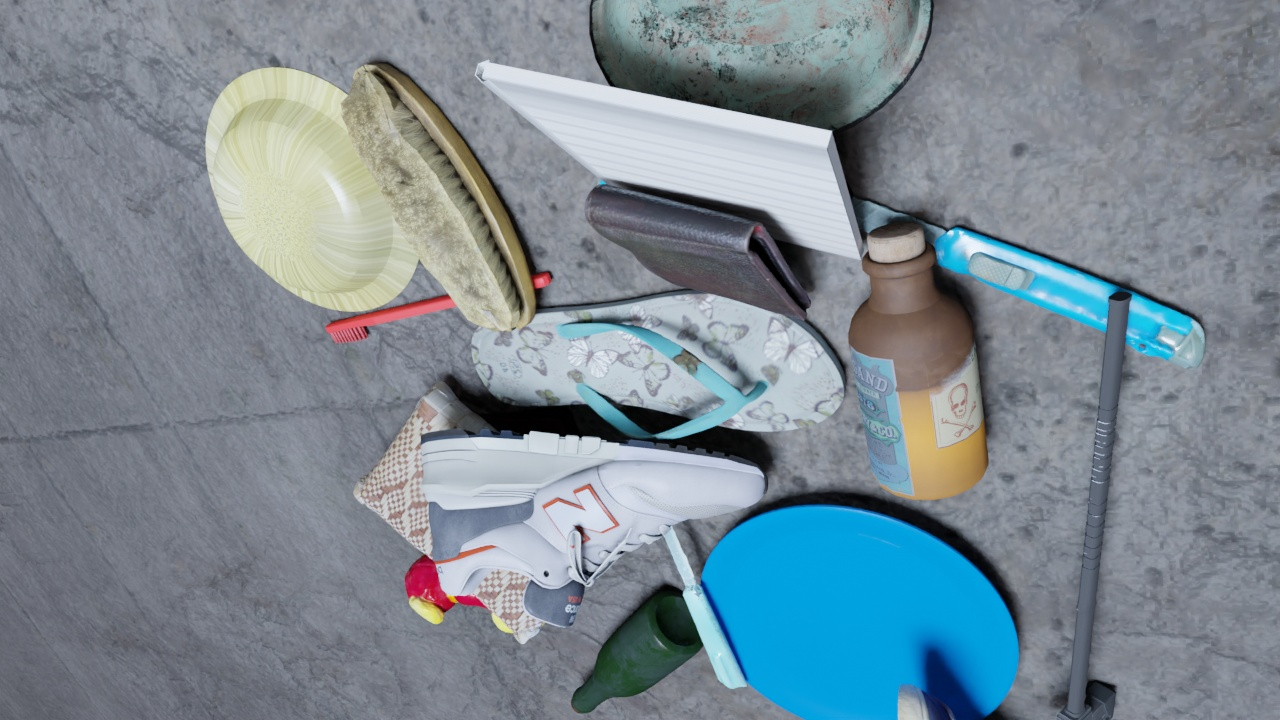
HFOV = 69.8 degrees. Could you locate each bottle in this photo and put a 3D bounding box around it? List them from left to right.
[{"bbox_3d":[-0.013,0.254,0.765,0.055,0.055,0.175,38,129,-1],"label":"bottle"},{"bbox_3d":[0.154,-0.002,0.519,0.068,0.067,0.157,-3,118,26],"label":"bottle"}]

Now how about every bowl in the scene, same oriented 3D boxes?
[{"bbox_3d":[0.052,-0.171,0.409,0.157,0.157,0.038,19,162,13],"label":"bowl"}]

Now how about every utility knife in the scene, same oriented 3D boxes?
[{"bbox_3d":[0.045,0.186,0.686,0.022,0.015,0.166,-8,118,28],"label":"utility knife"},{"bbox_3d":[0.201,-0.048,0.504,0.222,0.015,0.031,24,123,12],"label":"utility knife"}]

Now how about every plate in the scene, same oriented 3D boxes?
[{"bbox_3d":[-0.246,-0.110,0.653,0.184,0.036,0.185,12,124,18],"label":"plate"},{"bbox_3d":[0.153,0.188,0.665,0.224,0.024,0.225,12,124,18],"label":"plate"}]

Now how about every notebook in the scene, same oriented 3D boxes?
[{"bbox_3d":[0.030,-0.087,0.439,0.143,0.209,0.009,16,90,17],"label":"notebook"}]

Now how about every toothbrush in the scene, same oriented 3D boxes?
[{"bbox_3d":[-0.152,-0.036,0.672,0.213,0.012,0.018,-9,115,29],"label":"toothbrush"}]

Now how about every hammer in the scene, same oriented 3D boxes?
[{"bbox_3d":[0.262,0.114,0.539,0.015,0.094,0.325,25,131,49],"label":"hammer"}]

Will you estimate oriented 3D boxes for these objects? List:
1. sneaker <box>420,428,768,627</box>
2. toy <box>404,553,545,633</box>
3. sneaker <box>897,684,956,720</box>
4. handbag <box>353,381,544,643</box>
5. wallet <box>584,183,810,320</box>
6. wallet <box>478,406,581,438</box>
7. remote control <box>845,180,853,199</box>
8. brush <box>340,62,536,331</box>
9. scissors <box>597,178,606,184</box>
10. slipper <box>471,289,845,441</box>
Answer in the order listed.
[{"bbox_3d":[-0.038,0.116,0.621,0.240,0.089,0.124,5,80,8],"label":"sneaker"},{"bbox_3d":[-0.136,0.185,0.776,0.137,0.067,0.106,-2,112,16],"label":"toy"},{"bbox_3d":[0.252,0.293,0.620,0.119,0.091,0.233,-7,134,21],"label":"sneaker"},{"bbox_3d":[-0.121,0.117,0.708,0.186,0.046,0.124,40,114,1],"label":"handbag"},{"bbox_3d":[0.037,-0.059,0.510,0.099,0.120,0.031,19,83,29],"label":"wallet"},{"bbox_3d":[-0.094,0.078,0.715,0.116,0.018,0.091,-5,118,29],"label":"wallet"},{"bbox_3d":[0.069,-0.143,0.486,0.013,0.034,0.150,-25,105,34],"label":"remote control"},{"bbox_3d":[-0.130,-0.103,0.596,0.059,0.043,0.195,-23,103,32],"label":"brush"},{"bbox_3d":[0.003,-0.143,0.535,0.140,0.011,0.134,28,128,4],"label":"scissors"},{"bbox_3d":[-0.004,0.004,0.605,0.269,0.054,0.098,4,117,23],"label":"slipper"}]
